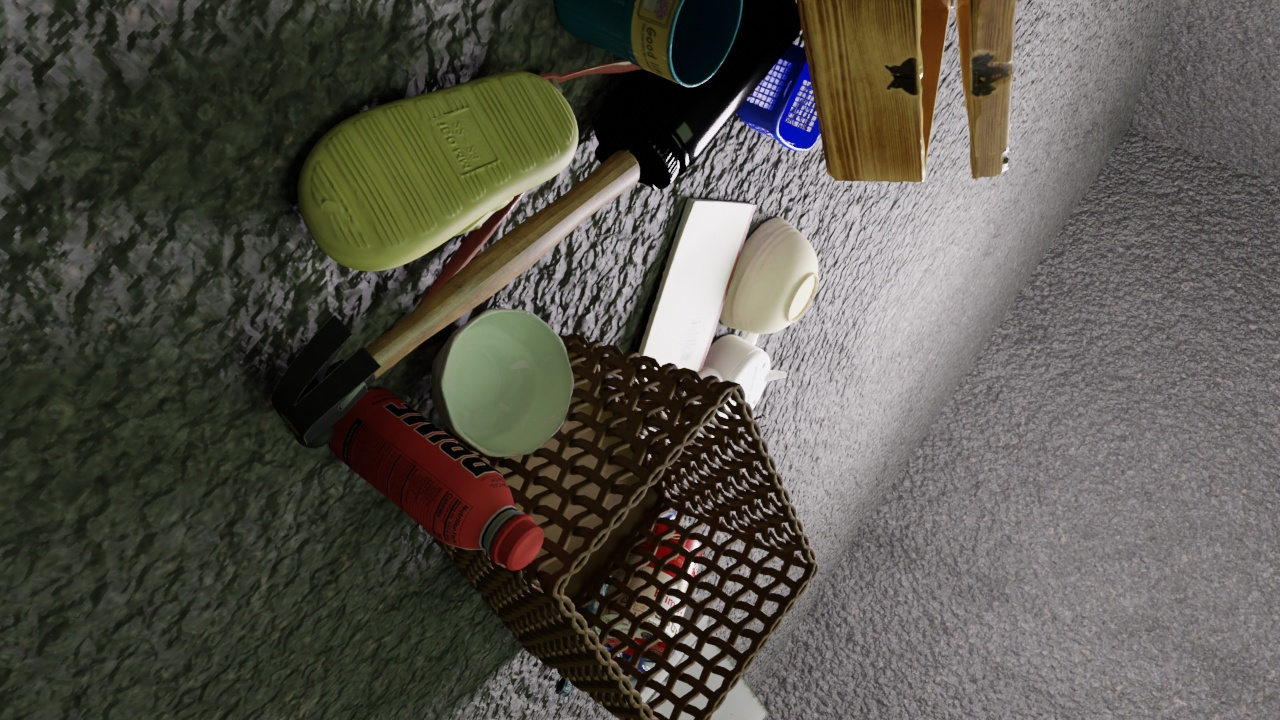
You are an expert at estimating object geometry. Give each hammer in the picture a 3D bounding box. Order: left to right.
[{"bbox_3d":[-0.113,-0.055,0.628,0.304,0.040,0.132,-42,179,-22],"label":"hammer"}]

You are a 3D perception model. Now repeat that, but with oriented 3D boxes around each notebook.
[{"bbox_3d":[0.061,-0.075,1.013,0.152,0.012,0.209,-11,123,-57],"label":"notebook"}]

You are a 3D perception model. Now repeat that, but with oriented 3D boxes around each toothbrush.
[{"bbox_3d":[-0.136,-0.070,0.681,0.189,0.016,0.016,-55,170,-11],"label":"toothbrush"},{"bbox_3d":[-0.008,-0.216,0.674,0.184,0.015,0.015,-22,163,-20],"label":"toothbrush"}]

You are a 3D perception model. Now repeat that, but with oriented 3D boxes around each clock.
[{"bbox_3d":[0.115,0.037,1.173,0.160,0.073,0.126,-35,145,-40],"label":"clock"}]

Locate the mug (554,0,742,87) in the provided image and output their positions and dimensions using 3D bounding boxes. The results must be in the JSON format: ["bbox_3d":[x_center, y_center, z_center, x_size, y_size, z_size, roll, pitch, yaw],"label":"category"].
[{"bbox_3d":[0.006,-0.259,0.625,0.083,0.107,0.114,-37,147,-34],"label":"mug"}]

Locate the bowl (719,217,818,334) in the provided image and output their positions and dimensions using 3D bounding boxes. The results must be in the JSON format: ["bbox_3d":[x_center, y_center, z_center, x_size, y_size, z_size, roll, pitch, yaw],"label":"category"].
[{"bbox_3d":[0.170,-0.092,1.130,0.150,0.075,0.151,-41,148,-33],"label":"bowl"}]

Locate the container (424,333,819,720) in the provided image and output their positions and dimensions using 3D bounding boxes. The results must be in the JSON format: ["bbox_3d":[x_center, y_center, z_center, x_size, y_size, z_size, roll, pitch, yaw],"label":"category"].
[{"bbox_3d":[-0.020,0.152,0.810,0.219,0.214,0.252,-46,130,-24],"label":"container"}]

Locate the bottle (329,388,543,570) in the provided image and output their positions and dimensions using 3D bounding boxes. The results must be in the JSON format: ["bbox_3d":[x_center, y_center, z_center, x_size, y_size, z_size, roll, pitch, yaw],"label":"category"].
[{"bbox_3d":[-0.143,0.087,0.652,0.062,0.177,0.062,-41,149,-32],"label":"bottle"}]

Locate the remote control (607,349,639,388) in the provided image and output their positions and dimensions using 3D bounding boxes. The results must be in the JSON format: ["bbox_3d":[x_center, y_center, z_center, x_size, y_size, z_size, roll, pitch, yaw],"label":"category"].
[{"bbox_3d":[-0.006,0.006,0.999,0.124,0.009,0.047,-31,143,-44],"label":"remote control"}]

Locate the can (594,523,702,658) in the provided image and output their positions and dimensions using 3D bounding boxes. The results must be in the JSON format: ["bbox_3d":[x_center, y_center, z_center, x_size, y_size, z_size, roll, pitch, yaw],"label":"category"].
[{"bbox_3d":[0.010,0.242,0.973,0.087,0.087,0.116,90,18,-47],"label":"can"}]

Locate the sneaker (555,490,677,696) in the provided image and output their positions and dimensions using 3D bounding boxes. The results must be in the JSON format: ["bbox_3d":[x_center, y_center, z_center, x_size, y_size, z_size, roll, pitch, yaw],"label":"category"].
[{"bbox_3d":[-0.038,0.259,1.082,0.133,0.103,0.268,-31,-142,45],"label":"sneaker"}]

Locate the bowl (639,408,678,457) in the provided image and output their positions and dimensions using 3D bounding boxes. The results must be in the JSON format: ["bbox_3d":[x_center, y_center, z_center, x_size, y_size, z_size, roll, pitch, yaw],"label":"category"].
[{"bbox_3d":[-0.007,0.094,1.043,0.104,0.054,0.105,-40,150,-30],"label":"bowl"}]

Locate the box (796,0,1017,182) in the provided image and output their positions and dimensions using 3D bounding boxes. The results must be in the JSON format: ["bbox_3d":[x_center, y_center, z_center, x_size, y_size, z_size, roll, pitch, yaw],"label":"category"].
[{"bbox_3d":[0.242,-0.336,0.806,0.279,0.168,0.244,57,40,-55],"label":"box"}]

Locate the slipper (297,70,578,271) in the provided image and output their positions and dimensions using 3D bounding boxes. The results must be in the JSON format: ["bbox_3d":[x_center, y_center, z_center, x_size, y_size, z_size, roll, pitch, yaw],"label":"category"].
[{"bbox_3d":[-0.128,-0.120,0.585,0.190,0.091,0.082,-34,-175,-26],"label":"slipper"}]

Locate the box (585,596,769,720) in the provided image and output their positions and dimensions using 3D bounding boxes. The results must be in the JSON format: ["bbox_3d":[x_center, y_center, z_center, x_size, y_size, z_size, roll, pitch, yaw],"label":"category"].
[{"bbox_3d":[0.080,0.439,1.132,0.166,0.478,0.119,-43,176,-29],"label":"box"}]

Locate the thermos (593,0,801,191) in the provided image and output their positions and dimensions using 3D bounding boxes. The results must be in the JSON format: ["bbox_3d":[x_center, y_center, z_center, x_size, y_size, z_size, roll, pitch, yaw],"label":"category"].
[{"bbox_3d":[0.039,-0.222,0.746,0.198,0.086,0.086,-52,153,-13],"label":"thermos"}]

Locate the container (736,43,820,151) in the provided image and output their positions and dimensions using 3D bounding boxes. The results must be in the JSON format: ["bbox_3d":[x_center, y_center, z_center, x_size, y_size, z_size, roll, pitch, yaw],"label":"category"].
[{"bbox_3d":[0.147,-0.267,0.919,0.114,0.058,0.096,-3,120,-60],"label":"container"}]

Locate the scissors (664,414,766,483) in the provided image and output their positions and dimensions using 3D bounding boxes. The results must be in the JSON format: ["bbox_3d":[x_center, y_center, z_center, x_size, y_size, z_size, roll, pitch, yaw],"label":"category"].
[{"bbox_3d":[0.068,0.109,1.094,0.153,0.163,0.012,-48,121,-40],"label":"scissors"}]

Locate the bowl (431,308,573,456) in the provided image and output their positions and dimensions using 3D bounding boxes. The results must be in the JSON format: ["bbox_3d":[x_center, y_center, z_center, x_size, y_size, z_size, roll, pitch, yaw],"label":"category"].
[{"bbox_3d":[-0.118,0.018,0.733,0.117,0.061,0.117,1,88,-37],"label":"bowl"}]

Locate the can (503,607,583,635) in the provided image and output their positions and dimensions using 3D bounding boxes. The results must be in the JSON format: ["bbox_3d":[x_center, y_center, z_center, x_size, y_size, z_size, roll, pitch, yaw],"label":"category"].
[{"bbox_3d":[-0.093,0.234,1.001,0.087,0.088,0.140,0,117,-61],"label":"can"}]
